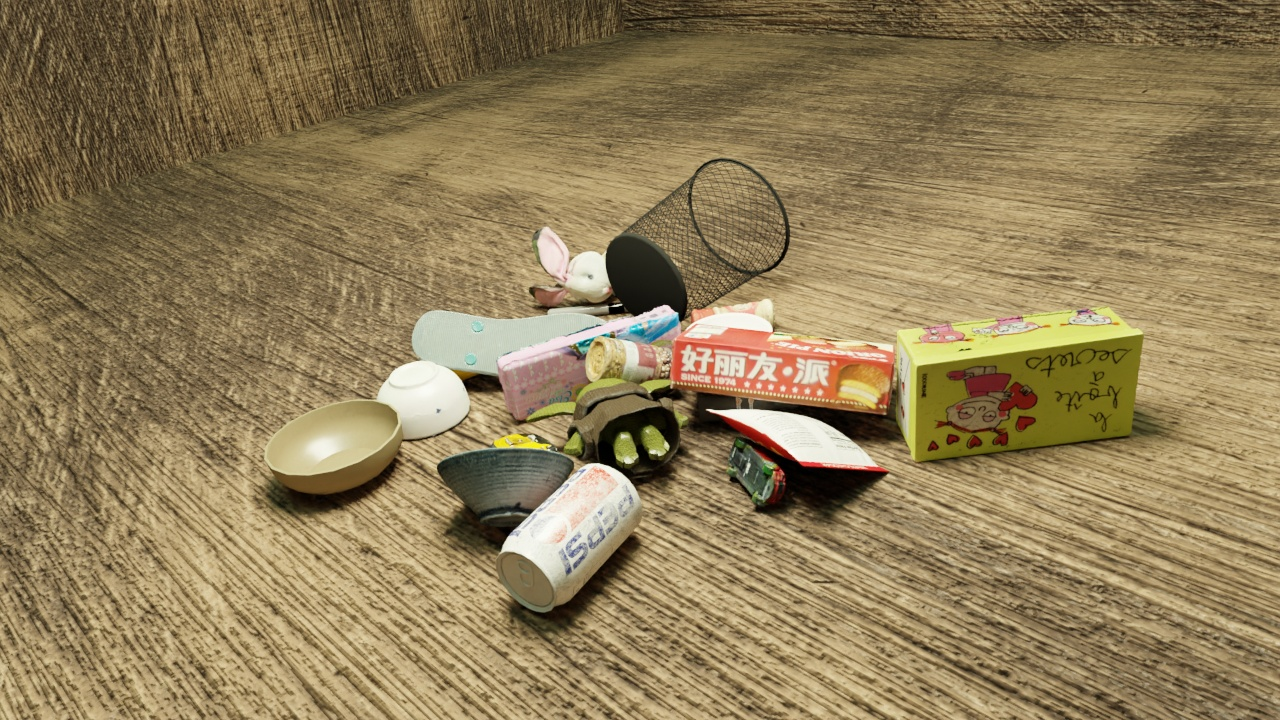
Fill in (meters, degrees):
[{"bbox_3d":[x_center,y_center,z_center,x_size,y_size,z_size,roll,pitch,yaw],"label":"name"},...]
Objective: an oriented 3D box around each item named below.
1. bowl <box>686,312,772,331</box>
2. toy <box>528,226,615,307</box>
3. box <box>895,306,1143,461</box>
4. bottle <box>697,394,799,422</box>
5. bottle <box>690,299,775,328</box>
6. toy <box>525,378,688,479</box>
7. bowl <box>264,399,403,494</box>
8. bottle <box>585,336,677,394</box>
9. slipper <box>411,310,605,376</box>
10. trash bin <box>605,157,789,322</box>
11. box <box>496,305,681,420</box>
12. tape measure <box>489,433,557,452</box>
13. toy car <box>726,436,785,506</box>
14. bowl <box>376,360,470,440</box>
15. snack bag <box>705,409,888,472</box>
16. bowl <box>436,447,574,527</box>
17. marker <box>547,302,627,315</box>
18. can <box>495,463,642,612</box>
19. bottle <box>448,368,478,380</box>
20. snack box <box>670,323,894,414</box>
[{"bbox_3d":[0.111,-0.017,1.153,0.110,0.041,0.109,-7,29,3],"label":"bowl"},{"bbox_3d":[-0.054,-0.121,1.350,0.205,0.131,0.105,-5,39,-23],"label":"toy"},{"bbox_3d":[0.377,0.023,0.927,0.221,0.124,0.080,-4,29,3],"label":"box"},{"bbox_3d":[0.123,0.051,1.037,0.113,0.030,0.030,-5,29,7],"label":"bottle"},{"bbox_3d":[0.123,-0.054,1.217,0.109,0.044,0.044,-9,29,-4],"label":"bottle"},{"bbox_3d":[-0.021,0.070,0.992,0.179,0.078,0.153,-13,22,-16],"label":"toy"},{"bbox_3d":[-0.342,0.105,1.043,0.152,0.050,0.152,-7,29,3],"label":"bowl"},{"bbox_3d":[-0.006,0.006,1.084,0.105,0.056,0.056,9,19,-29],"label":"bottle"},{"bbox_3d":[-0.158,-0.011,1.181,0.269,0.055,0.098,3,73,2],"label":"slipper"},{"bbox_3d":[0.073,-0.156,1.289,0.184,0.184,0.209,19,45,40],"label":"trash bin"},{"bbox_3d":[-0.061,0.000,1.124,0.230,0.085,0.053,-18,31,-17],"label":"box"},{"bbox_3d":[-0.130,0.101,0.999,0.064,0.037,0.066,-12,21,-28],"label":"tape measure"},{"bbox_3d":[0.117,0.110,0.919,0.036,0.042,0.091,9,17,-20],"label":"toy car"},{"bbox_3d":[-0.271,0.042,1.128,0.113,0.063,0.113,-7,29,4],"label":"bowl"},{"bbox_3d":[0.159,0.078,0.934,0.130,0.039,0.144,9,13,-40],"label":"snack bag"},{"bbox_3d":[-0.133,0.132,0.911,0.137,0.137,0.057,-6,68,5],"label":"bowl"},{"bbox_3d":[-0.064,-0.074,1.330,0.140,0.016,0.016,-5,29,6],"label":"marker"},{"bbox_3d":[-0.063,0.160,0.839,0.078,0.078,0.135,11,34,32],"label":"can"},{"bbox_3d":[-0.199,-0.011,1.225,0.143,0.043,0.043,-23,32,-25],"label":"bottle"},{"bbox_3d":[0.160,0.006,1.021,0.236,0.060,0.113,6,12,14],"label":"snack box"}]
